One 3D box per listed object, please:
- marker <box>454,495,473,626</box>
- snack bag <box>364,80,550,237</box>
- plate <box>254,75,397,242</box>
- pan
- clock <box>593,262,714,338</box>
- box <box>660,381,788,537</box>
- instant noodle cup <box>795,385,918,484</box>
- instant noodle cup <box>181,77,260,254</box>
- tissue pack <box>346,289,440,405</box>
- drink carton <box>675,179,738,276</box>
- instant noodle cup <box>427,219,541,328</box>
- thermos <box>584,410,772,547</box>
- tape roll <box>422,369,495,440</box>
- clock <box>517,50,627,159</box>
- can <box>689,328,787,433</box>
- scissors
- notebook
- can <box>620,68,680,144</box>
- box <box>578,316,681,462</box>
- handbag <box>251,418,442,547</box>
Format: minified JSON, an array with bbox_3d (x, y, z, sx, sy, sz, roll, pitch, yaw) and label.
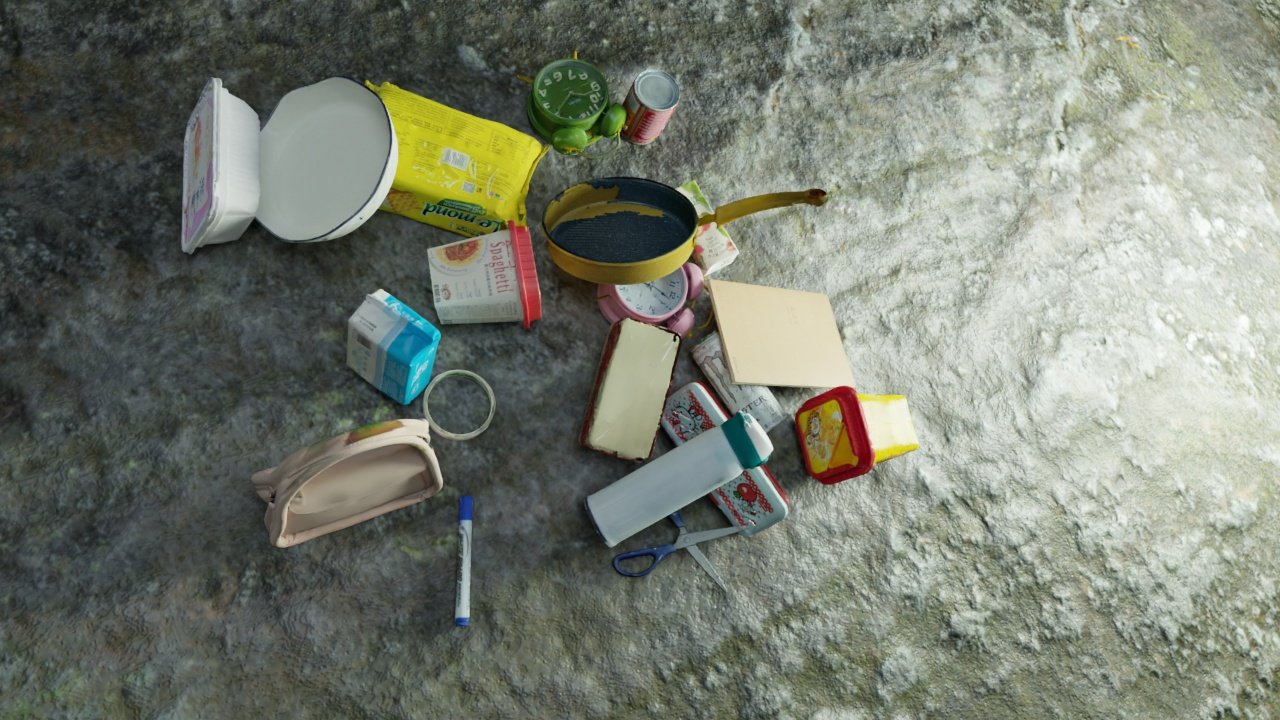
[{"bbox_3d":[-0.202,0.228,1.049,0.017,0.017,0.145,4,71,-16],"label":"marker"},{"bbox_3d":[-0.248,-0.251,1.166,0.246,0.068,0.157,16,68,-12],"label":"snack bag"},{"bbox_3d":[-0.372,-0.232,1.084,0.205,0.045,0.204,-5,75,18],"label":"plate"},{"bbox_3d":[0.054,-0.180,1.156,0.357,0.078,0.197,1,43,1],"label":"pan"},{"bbox_3d":[0.023,-0.087,1.199,0.158,0.060,0.117,20,68,-11],"label":"clock"},{"bbox_3d":[0.109,0.117,1.138,0.095,0.098,0.201,-34,85,-23],"label":"box"},{"bbox_3d":[0.286,0.094,1.200,0.123,0.116,0.116,-5,74,-31],"label":"instant noodle cup"},{"bbox_3d":[-0.481,-0.218,1.056,0.060,0.138,0.173,4,70,-39],"label":"instant noodle cup"},{"bbox_3d":[-0.279,-0.014,1.041,0.090,0.140,0.063,35,57,2],"label":"tissue pack"},{"bbox_3d":[0.079,-0.180,1.255,0.053,0.045,0.122,-29,82,-13],"label":"drink carton"},{"bbox_3d":[-0.189,-0.097,1.115,0.124,0.117,0.116,-10,75,-8],"label":"instant noodle cup"},{"bbox_3d":[0.048,0.138,1.076,0.224,0.073,0.073,-30,82,5],"label":"thermos"},{"bbox_3d":[-0.218,0.054,1.103,0.085,0.014,0.085,5,71,-16],"label":"tape roll"},{"bbox_3d":[-0.086,-0.337,1.240,0.116,0.056,0.161,-30,77,-16],"label":"clock"},{"bbox_3d":[0.127,0.030,1.194,0.058,0.058,0.146,-32,84,-24],"label":"can"},{"bbox_3d":[0.045,0.212,1.116,0.174,0.012,0.162,-14,67,-7],"label":"scissors"},{"bbox_3d":[0.188,-0.033,1.222,0.211,0.012,0.149,4,63,-32],"label":"notebook"},{"bbox_3d":[0.009,-0.347,1.262,0.066,0.094,0.066,5,70,-16],"label":"can"},{"bbox_3d":[-0.013,0.035,1.119,0.091,0.077,0.168,17,81,-12],"label":"box"},{"bbox_3d":[-0.296,0.110,0.939,0.193,0.235,0.093,-19,81,-22],"label":"handbag"}]
